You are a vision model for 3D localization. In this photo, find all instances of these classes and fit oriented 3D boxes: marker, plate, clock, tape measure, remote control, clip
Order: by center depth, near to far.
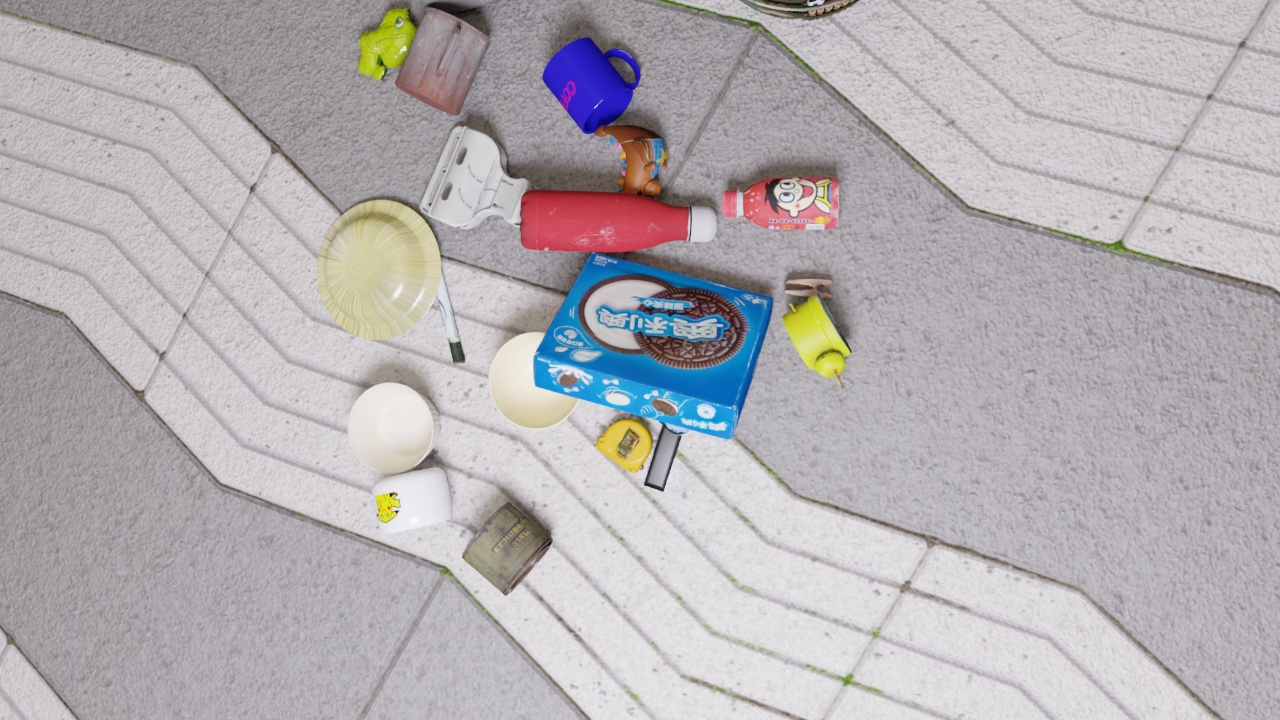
[{"bbox_3d":[0.214,-0.021,1.080,0.057,0.083,0.119,-29,81,13],"label":"clock"},{"bbox_3d":[0.205,-0.091,1.113,0.061,0.026,0.049,37,94,7],"label":"clip"},{"bbox_3d":[-0.014,0.103,1.145,0.068,0.030,0.059,35,97,8],"label":"tape measure"},{"bbox_3d":[0.034,0.103,1.145,0.028,0.011,0.124,18,92,10],"label":"remote control"},{"bbox_3d":[-0.206,-0.223,1.165,0.151,0.089,0.125,26,96,20],"label":"clip"},{"bbox_3d":[-0.352,-0.120,1.195,0.184,0.036,0.184,0,90,16],"label":"plate"},{"bbox_3d":[-0.254,-0.066,1.197,0.017,0.017,0.146,-16,86,9],"label":"marker"}]

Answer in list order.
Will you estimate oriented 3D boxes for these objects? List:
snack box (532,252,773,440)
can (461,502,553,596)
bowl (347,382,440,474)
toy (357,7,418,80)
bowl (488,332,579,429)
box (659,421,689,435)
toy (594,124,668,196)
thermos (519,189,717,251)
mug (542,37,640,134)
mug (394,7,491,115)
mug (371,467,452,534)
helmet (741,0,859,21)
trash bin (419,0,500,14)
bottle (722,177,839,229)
[{"bbox_3d":[0.018,-0.023,1.070,0.239,0.195,0.056,15,136,9],"label":"snack box"},{"bbox_3d":[-0.164,0.234,1.138,0.074,0.090,0.090,39,95,9],"label":"can"},{"bbox_3d":[-0.309,0.086,1.180,0.115,0.062,0.115,0,89,10],"label":"bowl"},{"bbox_3d":[-0.332,-0.416,1.208,0.094,0.036,0.094,4,92,16],"label":"toy"},{"bbox_3d":[-0.121,0.025,1.142,0.118,0.074,0.118,0,89,10],"label":"bowl"},{"bbox_3d":[-0.007,0.006,1.127,0.210,0.052,0.067,42,92,13],"label":"box"},{"bbox_3d":[-0.017,-0.248,1.143,0.103,0.070,0.090,20,111,18],"label":"toy"},{"bbox_3d":[-0.026,-0.169,1.122,0.240,0.073,0.073,1,89,-2],"label":"thermos"},{"bbox_3d":[-0.053,-0.348,1.141,0.111,0.079,0.083,-35,83,-18],"label":"mug"},{"bbox_3d":[-0.247,-0.374,1.149,0.096,0.123,0.110,18,96,-16],"label":"mug"},{"bbox_3d":[-0.297,0.178,1.165,0.116,0.094,0.068,-15,84,32],"label":"mug"},{"bbox_3d":[0.187,-0.479,1.012,0.225,0.235,0.192,-6,93,20],"label":"helmet"},{"bbox_3d":[-0.187,-0.543,1.112,0.220,0.197,0.197,-15,88,15],"label":"trash bin"},{"bbox_3d":[0.168,-0.189,1.102,0.137,0.062,0.062,1,89,9],"label":"bottle"}]
